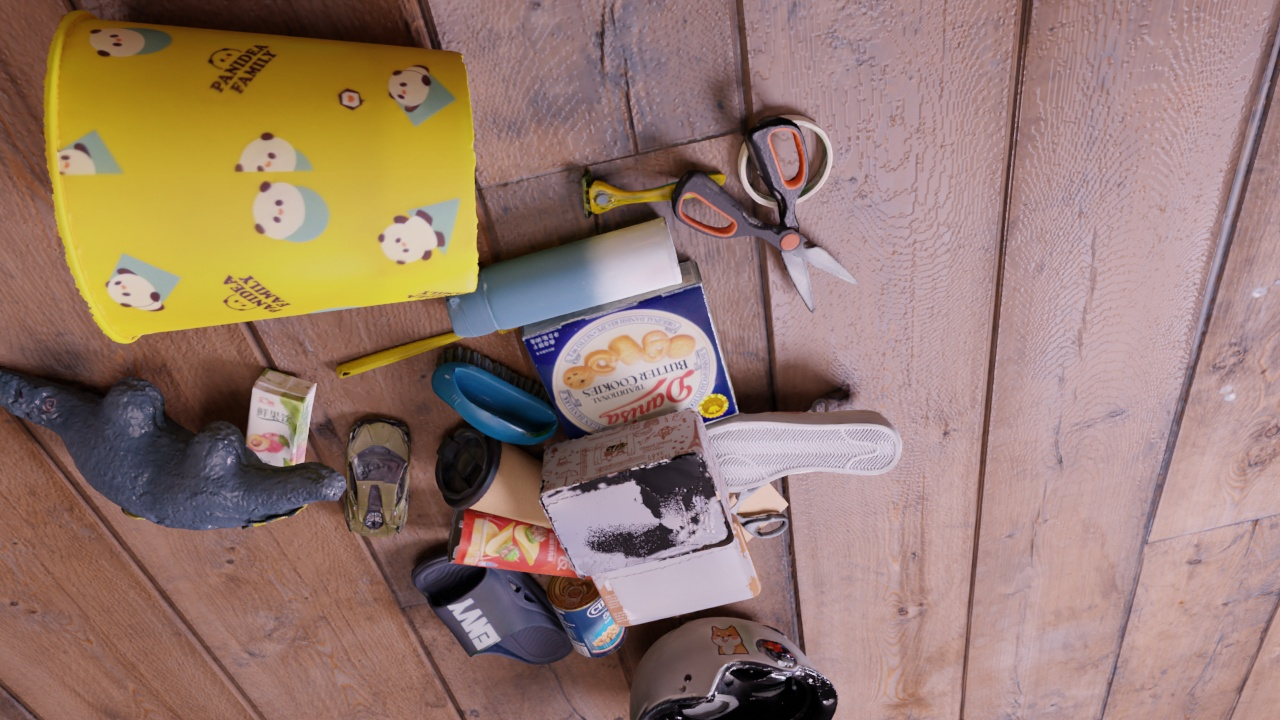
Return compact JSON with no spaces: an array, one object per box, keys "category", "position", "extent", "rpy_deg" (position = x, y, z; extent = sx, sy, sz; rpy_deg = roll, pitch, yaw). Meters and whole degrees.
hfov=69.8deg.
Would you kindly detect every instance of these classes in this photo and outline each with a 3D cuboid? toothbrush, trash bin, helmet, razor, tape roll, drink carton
[{"category":"toothbrush","position":[-0.208,-0.013,0.902],"extent":[0.190,0.016,0.016],"rpy_deg":[-17,127,3]},{"category":"trash bin","position":[-0.257,-0.134,0.680],"extent":[0.255,0.229,0.230],"rpy_deg":[-4,128,-14]},{"category":"helmet","position":[0.105,0.428,1.211],"extent":[0.273,0.156,0.231],"rpy_deg":[-1,127,-22]},{"category":"razor","position":[0.013,-0.155,0.828],"extent":[0.132,0.028,0.043],"rpy_deg":[-8,125,-6]},{"category":"tape roll","position":[0.131,-0.181,0.834],"extent":[0.085,0.013,0.086],"rpy_deg":[-5,128,-6]},{"category":"drink carton","position":[-0.363,0.070,0.921],"extent":[0.053,0.045,0.123],"rpy_deg":[18,121,-7]}]

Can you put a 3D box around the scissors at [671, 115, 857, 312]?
[{"category":"scissors","position":[0.118,-0.124,0.853],"extent":[0.204,0.021,0.225],"rpy_deg":[-9,132,-5]}]

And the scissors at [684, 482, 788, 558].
[{"category":"scissors","position":[0.103,0.182,1.077],"extent":[0.181,0.014,0.159],"rpy_deg":[10,110,-28]}]

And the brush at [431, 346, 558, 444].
[{"category":"brush","position":[-0.145,0.045,0.923],"extent":[0.143,0.073,0.055],"rpy_deg":[30,122,-29]}]

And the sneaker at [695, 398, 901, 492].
[{"category":"sneaker","position":[0.157,0.086,1.007],"extent":[0.242,0.090,0.089],"rpy_deg":[-5,107,8]}]

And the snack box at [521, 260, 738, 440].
[{"category":"snack box","position":[-0.006,0.005,0.934],"extent":[0.178,0.045,0.183],"rpy_deg":[-17,128,5]}]

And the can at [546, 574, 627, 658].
[{"category":"can","position":[-0.064,0.309,1.140],"extent":[0.075,0.075,0.111],"rpy_deg":[-16,129,2]}]

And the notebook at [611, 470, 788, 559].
[{"category":"notebook","position":[0.067,0.160,1.065],"extent":[0.149,0.012,0.211],"rpy_deg":[-42,124,1]}]

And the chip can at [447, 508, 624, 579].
[{"category":"chip can","position":[-0.110,0.213,1.060],"extent":[0.216,0.073,0.073],"rpy_deg":[10,125,-17]}]

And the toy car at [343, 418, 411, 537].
[{"category":"toy car","position":[-0.283,0.128,0.986],"extent":[0.070,0.042,0.158],"rpy_deg":[3,124,-13]}]

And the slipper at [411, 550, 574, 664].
[{"category":"slipper","position":[-0.167,0.321,1.129],"extent":[0.111,0.083,0.268],"rpy_deg":[-33,127,13]}]

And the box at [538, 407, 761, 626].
[{"category":"box","position":[0.018,0.189,0.978],"extent":[0.177,0.082,0.261],"rpy_deg":[-15,122,9]}]

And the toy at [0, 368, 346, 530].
[{"category":"toy","position":[-0.450,0.095,0.872],"extent":[0.356,0.091,0.138],"rpy_deg":[19,129,2]}]

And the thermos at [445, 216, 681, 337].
[{"category":"thermos","position":[-0.073,-0.074,0.851],"extent":[0.220,0.070,0.070],"rpy_deg":[-15,128,3]}]

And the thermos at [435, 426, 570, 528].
[{"category":"thermos","position":[-0.143,0.129,0.985],"extent":[0.093,0.093,0.143],"rpy_deg":[-42,131,21]}]
